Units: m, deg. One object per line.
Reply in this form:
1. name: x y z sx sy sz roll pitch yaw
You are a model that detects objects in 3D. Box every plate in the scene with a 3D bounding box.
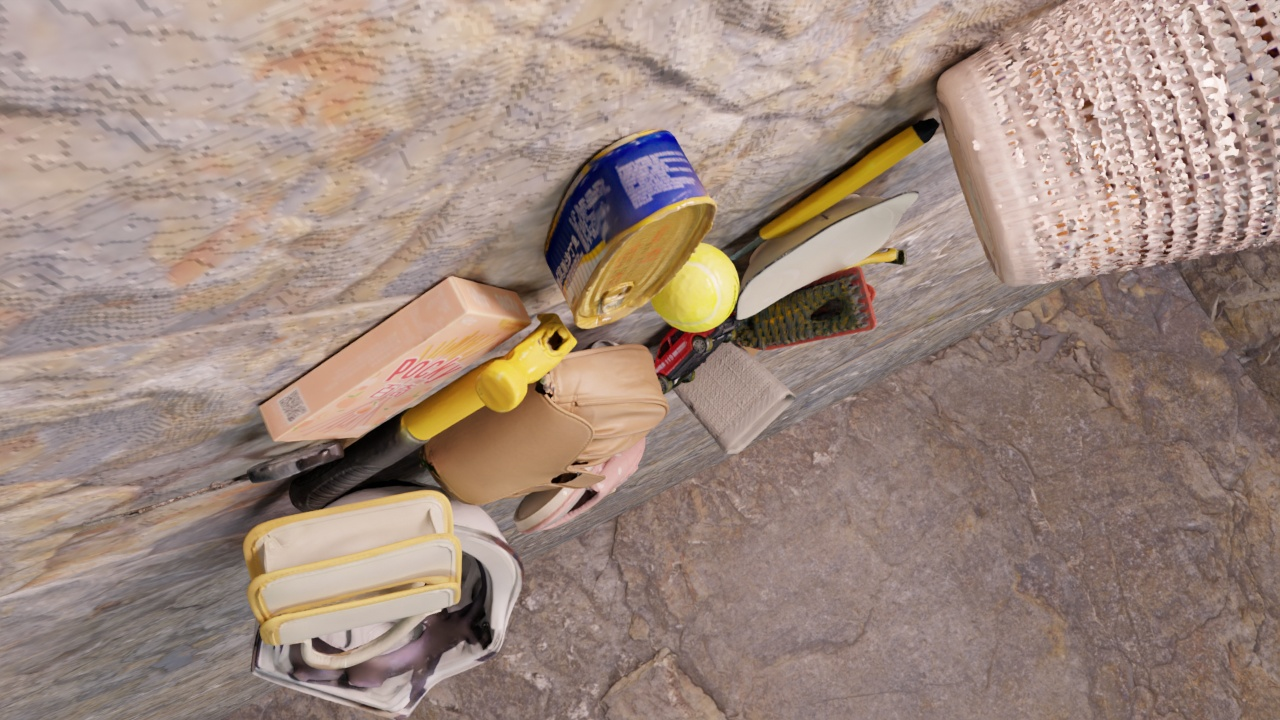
1. plate: 0.151 -0.099 0.796 0.164 0.034 0.164 -27 168 -5

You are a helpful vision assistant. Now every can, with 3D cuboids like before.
1. can: -0.010 -0.071 0.528 0.074 0.049 0.148 -22 167 -23

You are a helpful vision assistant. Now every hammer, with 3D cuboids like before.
1. hammer: -0.161 0.047 0.664 0.302 0.033 0.128 -29 -170 32

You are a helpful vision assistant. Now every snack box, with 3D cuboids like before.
1. snack box: -0.152 0.003 0.577 0.157 0.026 0.084 -31 168 16

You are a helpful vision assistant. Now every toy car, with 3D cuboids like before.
1. toy car: 0.047 -0.012 0.888 0.052 0.045 0.121 -19 156 -50

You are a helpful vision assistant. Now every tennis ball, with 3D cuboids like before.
1. tennis ball: 0.039 -0.053 0.668 0.065 0.065 0.065 -26 168 -6

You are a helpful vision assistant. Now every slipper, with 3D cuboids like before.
1. slipper: -0.046 0.112 0.944 0.114 0.054 0.273 -36 -175 24

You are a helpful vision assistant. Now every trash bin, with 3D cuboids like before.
1. trash bin: 0.303 -0.145 0.579 0.192 0.227 0.227 -19 171 19

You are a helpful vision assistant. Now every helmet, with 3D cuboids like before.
1. helmet: -0.244 0.209 0.889 0.229 0.146 0.259 33 106 -37

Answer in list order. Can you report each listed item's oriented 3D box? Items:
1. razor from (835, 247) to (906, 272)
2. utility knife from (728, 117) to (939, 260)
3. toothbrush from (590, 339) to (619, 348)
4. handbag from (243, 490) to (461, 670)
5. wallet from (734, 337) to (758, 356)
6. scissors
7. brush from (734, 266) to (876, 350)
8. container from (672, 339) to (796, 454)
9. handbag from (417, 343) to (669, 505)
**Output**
1. razor: 0.230 -0.092 1.016 0.132 0.028 0.043 -28 -161 -9
2. utility knife: 0.141 -0.127 0.703 0.193 0.015 0.033 -32 164 23
3. toothbrush: -0.005 0.005 0.907 0.026 0.027 0.221 -53 165 4
4. handbag: -0.229 0.199 0.759 0.163 0.063 0.179 -9 131 -18
5. wallet: 0.107 -0.011 1.080 0.090 0.033 0.115 -26 167 -20
6. scissors: -0.278 0.082 0.617 0.179 0.014 0.159 -15 -178 16
7. brush: 0.159 -0.047 0.918 0.146 0.063 0.069 -14 -173 30
8. container: 0.089 0.027 0.963 0.090 0.114 0.090 -44 165 7
9. handbag: -0.079 0.059 0.769 0.205 0.099 0.147 -31 159 35
